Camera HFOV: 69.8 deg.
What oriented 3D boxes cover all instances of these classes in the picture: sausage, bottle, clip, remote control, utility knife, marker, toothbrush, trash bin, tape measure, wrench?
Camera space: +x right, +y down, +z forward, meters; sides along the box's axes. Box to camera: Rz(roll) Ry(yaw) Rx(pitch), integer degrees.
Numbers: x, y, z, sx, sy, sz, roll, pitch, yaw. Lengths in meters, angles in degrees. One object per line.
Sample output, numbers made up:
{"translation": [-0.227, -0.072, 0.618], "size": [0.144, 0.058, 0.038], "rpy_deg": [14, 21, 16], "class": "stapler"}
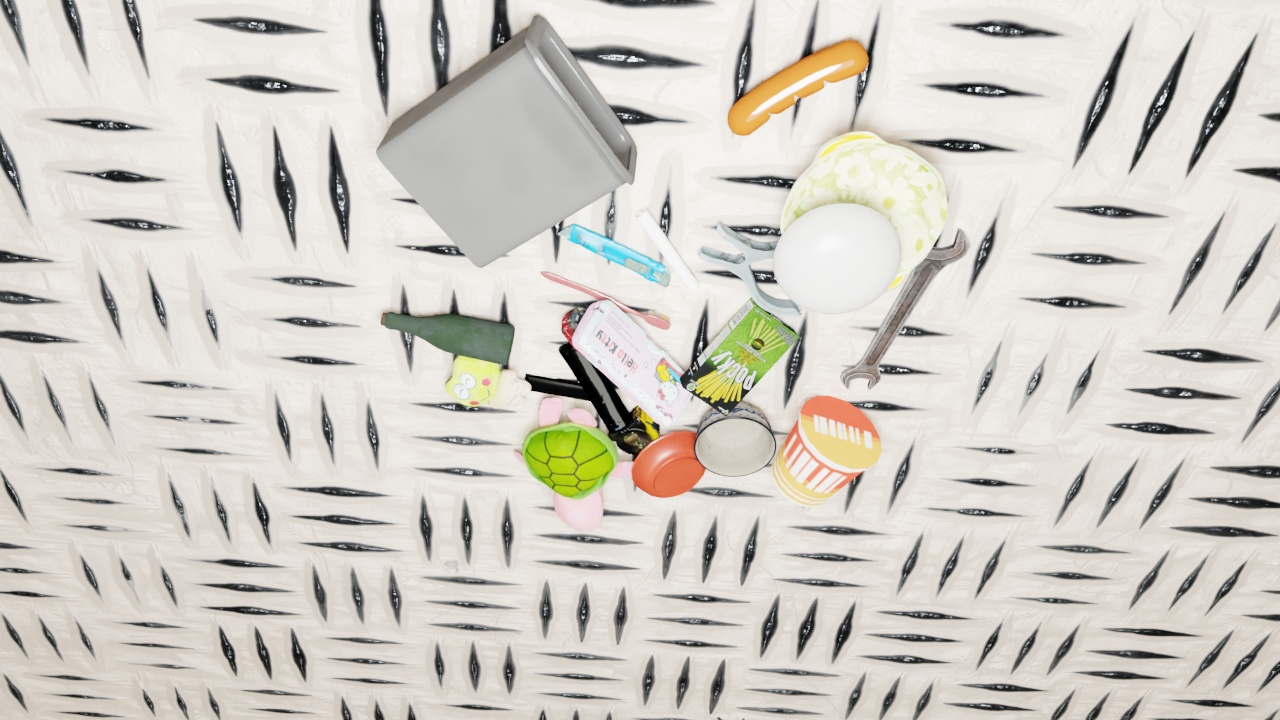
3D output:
{"translation": [0.168, -0.298, 1.001], "size": [0.164, 0.039, 0.044], "rpy_deg": [-26, 123, 21], "class": "sausage"}
{"translation": [-0.257, -0.037, 1.217], "size": [0.174, 0.055, 0.055], "rpy_deg": [12, 128, -5], "class": "bottle"}
{"translation": [0.145, -0.097, 1.169], "size": [0.172, 0.029, 0.143], "rpy_deg": [17, 125, -9], "class": "clip"}
{"translation": [-0.062, 0.038, 1.274], "size": [0.041, 0.020, 0.152], "rpy_deg": [-24, 109, 22], "class": "remote control"}
{"translation": [-0.029, -0.133, 1.157], "size": [0.158, 0.015, 0.031], "rpy_deg": [23, 121, -14], "class": "utility knife"}
{"translation": [0.036, -0.135, 1.148], "size": [0.017, 0.020, 0.133], "rpy_deg": [-27, 123, 19], "class": "marker"}
{"translation": [-0.045, -0.081, 1.201], "size": [0.184, 0.015, 0.015], "rpy_deg": [22, 126, -11], "class": "toothbrush"}
{"translation": [-0.104, 0.041, 1.298], "size": [0.124, 0.011, 0.028], "rpy_deg": [10, 128, -6], "class": "remote control"}
{"translation": [-0.146, -0.236, 1.028], "size": [0.220, 0.097, 0.192], "rpy_deg": [-26, 123, 23], "class": "trash bin"}
{"translation": [-0.007, 0.108, 1.331], "size": [0.067, 0.038, 0.062], "rpy_deg": [-35, 120, 25], "class": "tape measure"}
{"translation": [0.339, -0.061, 1.201], "size": [0.070, 0.010, 0.274], "rpy_deg": [15, 128, -9], "class": "wrench"}

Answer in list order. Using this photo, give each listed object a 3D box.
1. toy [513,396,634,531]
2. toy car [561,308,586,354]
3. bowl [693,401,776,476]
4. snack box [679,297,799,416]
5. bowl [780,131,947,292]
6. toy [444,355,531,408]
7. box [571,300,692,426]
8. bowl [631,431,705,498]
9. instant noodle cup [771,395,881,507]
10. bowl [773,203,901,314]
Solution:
{"translation": [-0.101, 0.152, 1.339], "size": [0.190, 0.087, 0.239], "rpy_deg": [4, 129, 8], "class": "toy"}
{"translation": [-0.070, -0.028, 1.224], "size": [0.036, 0.042, 0.091], "rpy_deg": [-29, 121, 31], "class": "toy car"}
{"translation": [0.133, 0.105, 1.309], "size": [0.115, 0.059, 0.116], "rpy_deg": [1, 128, 1], "class": "bowl"}
{"translation": [0.131, -0.003, 1.224], "size": [0.080, 0.025, 0.148], "rpy_deg": [33, 109, -22], "class": "snack box"}
{"translation": [0.258, -0.179, 1.079], "size": [0.189, 0.060, 0.219], "rpy_deg": [-14, 126, 14], "class": "bowl"}
{"translation": [-0.211, 0.033, 1.275], "size": [0.115, 0.046, 0.092], "rpy_deg": [18, 128, -15], "class": "toy"}
{"translation": [-0.006, 0.007, 1.218], "size": [0.045, 0.086, 0.202], "rpy_deg": [-2, 142, 49], "class": "box"}
{"translation": [0.049, 0.161, 1.344], "size": [0.122, 0.035, 0.122], "rpy_deg": [-14, 132, -16], "class": "bowl"}
{"translation": [0.254, 0.136, 1.299], "size": [0.123, 0.123, 0.121], "rpy_deg": [17, 134, -11], "class": "instant noodle cup"}
{"translation": [0.232, -0.108, 1.071], "size": [0.149, 0.043, 0.150], "rpy_deg": [2, 128, 2], "class": "bowl"}
